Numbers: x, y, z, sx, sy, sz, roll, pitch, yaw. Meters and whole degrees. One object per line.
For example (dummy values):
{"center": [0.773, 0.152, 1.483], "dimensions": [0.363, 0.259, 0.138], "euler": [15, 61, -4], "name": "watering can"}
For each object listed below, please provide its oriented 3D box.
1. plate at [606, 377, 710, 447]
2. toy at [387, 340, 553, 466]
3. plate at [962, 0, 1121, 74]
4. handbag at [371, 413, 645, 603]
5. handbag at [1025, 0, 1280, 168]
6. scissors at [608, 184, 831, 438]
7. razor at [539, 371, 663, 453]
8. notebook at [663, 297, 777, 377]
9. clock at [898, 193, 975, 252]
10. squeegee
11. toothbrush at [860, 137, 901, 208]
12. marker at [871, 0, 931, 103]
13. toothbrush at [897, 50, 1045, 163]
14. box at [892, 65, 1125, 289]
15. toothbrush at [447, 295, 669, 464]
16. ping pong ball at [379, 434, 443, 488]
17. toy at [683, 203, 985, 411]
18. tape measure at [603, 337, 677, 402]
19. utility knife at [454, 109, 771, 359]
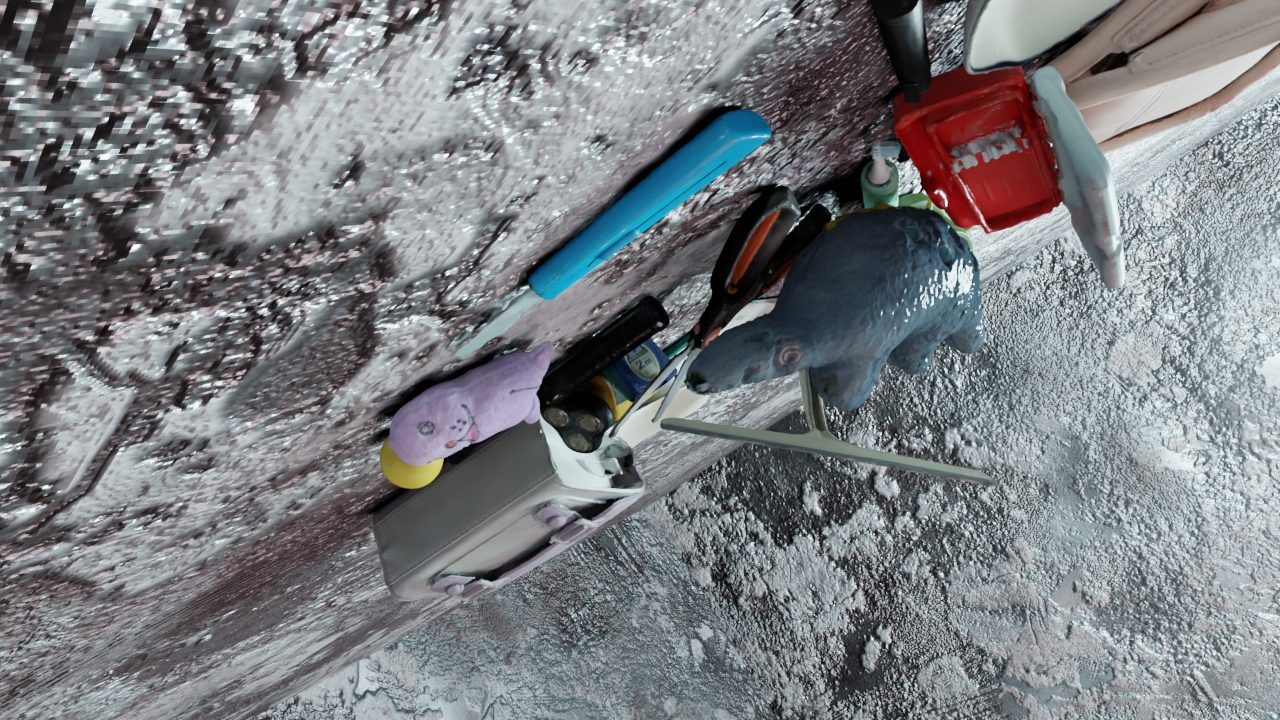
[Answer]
{"center": [-0.010, 0.058, 0.907], "dimensions": [0.163, 0.034, 0.164], "euler": [-31, 167, 1], "name": "plate"}
{"center": [-0.105, 0.031, 0.564], "dimensions": [0.107, 0.039, 0.084], "euler": [-27, 152, -27], "name": "toy"}
{"center": [0.252, -0.225, 0.401], "dimensions": [0.266, 0.034, 0.162], "euler": [-33, 169, 11], "name": "plate"}
{"center": [-0.110, 0.131, 0.789], "dimensions": [0.197, 0.098, 0.144], "euler": [-35, 153, 22], "name": "handbag"}
{"center": [0.318, -0.190, 0.638], "dimensions": [0.234, 0.093, 0.193], "euler": [-28, 171, 10], "name": "handbag"}
{"center": [0.063, -0.036, 0.640], "dimensions": [0.230, 0.022, 0.221], "euler": [-39, 162, -29], "name": "scissors"}
{"center": [-0.022, 0.030, 0.759], "dimensions": [0.062, 0.068, 0.167], "euler": [7, -168, 22], "name": "razor"}
{"center": [0.044, 0.001, 0.920], "dimensions": [0.210, 0.012, 0.150], "euler": [-37, 167, 25], "name": "notebook"}
{"center": [0.234, -0.073, 0.833], "dimensions": [0.116, 0.056, 0.161], "euler": [6, 122, -43], "name": "clock"}
{"center": [0.141, 0.002, 0.751], "dimensions": [0.246, 0.246, 0.039], "euler": [10, 131, -3], "name": "squeegee"}
{"center": [0.173, -0.126, 0.662], "dimensions": [0.027, 0.026, 0.224], "euler": [5, 178, 16], "name": "toothbrush"}
{"center": [0.126, -0.149, 0.435], "dimensions": [0.020, 0.022, 0.132], "euler": [12, -175, 19], "name": "marker"}
{"center": [0.244, -0.193, 0.594], "dimensions": [0.190, 0.016, 0.014], "euler": [-38, 165, 21], "name": "toothbrush"}
{"center": [0.238, -0.102, 0.572], "dimensions": [0.113, 0.099, 0.201], "euler": [-14, 162, 27], "name": "box"}
{"center": [-0.067, 0.021, 0.673], "dimensions": [0.213, 0.027, 0.026], "euler": [-35, 125, 24], "name": "toothbrush"}
{"center": [-0.148, 0.062, 0.592], "dimensions": [0.040, 0.040, 0.040], "euler": [-30, 169, -6], "name": "ping pong ball"}
{"center": [0.171, -0.042, 0.663], "dimensions": [0.355, 0.091, 0.138], "euler": [-11, 122, -41], "name": "toy"}
{"center": [-0.004, 0.004, 0.686], "dimensions": [0.025, 0.054, 0.058], "euler": [-40, 176, 36], "name": "tape measure"}
{"center": [-0.025, -0.055, 0.460], "dimensions": [0.210, 0.018, 0.034], "euler": [-35, 170, 26], "name": "utility knife"}
